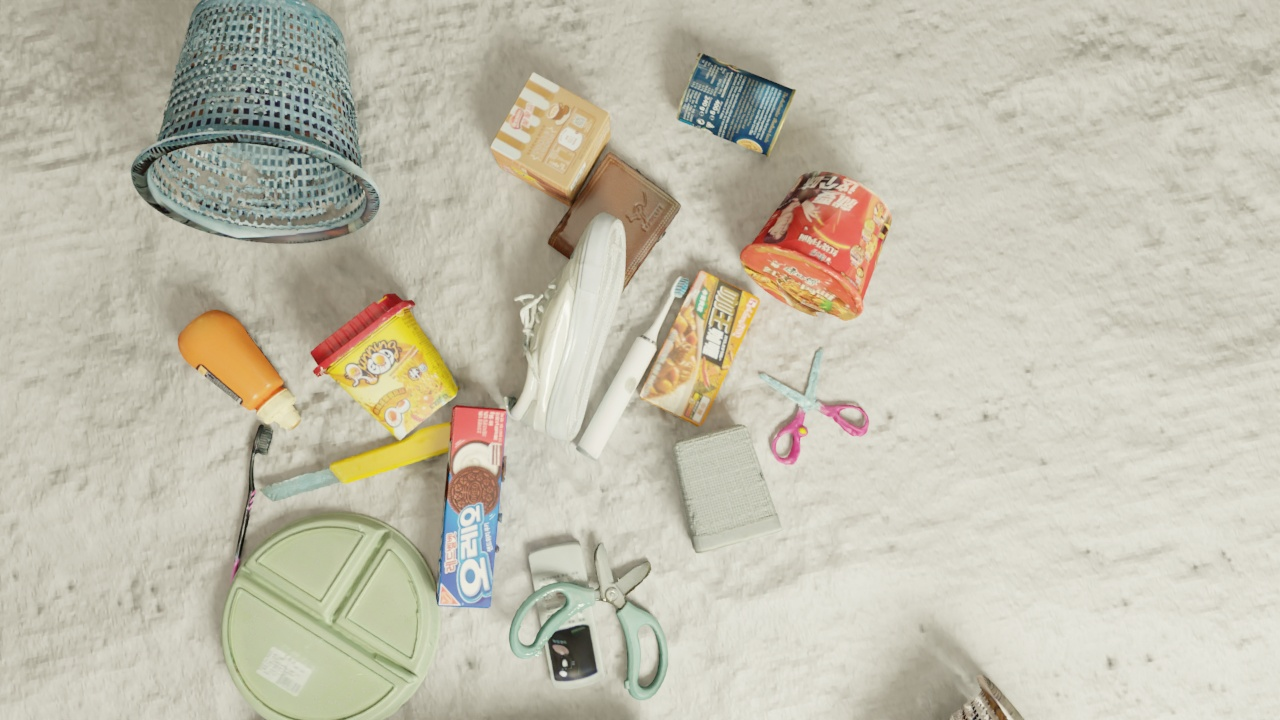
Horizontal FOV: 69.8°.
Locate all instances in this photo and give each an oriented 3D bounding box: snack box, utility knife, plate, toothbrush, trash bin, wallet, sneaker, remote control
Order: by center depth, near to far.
[{"bbox_3d":[0.323,0.453,0.879,0.192,0.227,0.227,-38,87,10],"label":"trash bin"},{"bbox_3d":[-0.378,-0.252,0.929,0.226,0.227,0.195,-3,73,-1],"label":"trash bin"},{"bbox_3d":[-0.176,0.152,0.957,0.058,0.057,0.207,5,87,-15],"label":"snack box"},{"bbox_3d":[-0.325,0.274,0.958,0.230,0.027,0.230,0,79,-1],"label":"plate"},{"bbox_3d":[-0.083,-0.041,0.958,0.091,0.089,0.242,18,101,12],"label":"sneaker"},{"bbox_3d":[-0.078,0.270,0.973,0.058,0.021,0.150,-12,85,-1],"label":"remote control"},{"bbox_3d":[-0.094,-0.234,0.981,0.094,0.077,0.092,29,86,1],"label":"snack box"},{"bbox_3d":[-0.420,0.163,0.984,0.017,0.014,0.189,10,87,-12],"label":"toothbrush"},{"bbox_3d":[-0.295,0.109,0.986,0.230,0.015,0.033,-17,86,-3],"label":"utility knife"},{"bbox_3d":[-0.006,0.006,0.990,0.026,0.026,0.221,25,85,43],"label":"toothbrush"},{"bbox_3d":[0.064,-0.013,0.991,0.075,0.026,0.153,26,86,1],"label":"snack box"},{"bbox_3d":[-0.028,-0.148,0.999,0.101,0.032,0.124,35,88,-1],"label":"wallet"}]

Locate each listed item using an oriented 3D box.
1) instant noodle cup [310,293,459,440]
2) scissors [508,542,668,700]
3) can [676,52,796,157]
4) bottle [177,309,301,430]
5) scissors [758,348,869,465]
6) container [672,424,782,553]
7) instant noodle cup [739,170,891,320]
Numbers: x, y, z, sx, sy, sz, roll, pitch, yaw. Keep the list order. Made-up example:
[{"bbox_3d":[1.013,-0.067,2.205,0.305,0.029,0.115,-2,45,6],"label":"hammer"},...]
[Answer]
[{"bbox_3d":[-0.257,0.008,0.952,0.116,0.116,0.123,-38,99,-3],"label":"instant noodle cup"},{"bbox_3d":[-0.046,0.287,0.955,0.174,0.019,0.170,-25,90,-20],"label":"scissors"},{"bbox_3d":[0.101,-0.274,0.985,0.111,0.075,0.075,22,86,2],"label":"can"},{"bbox_3d":[-0.418,0.016,0.973,0.066,0.067,0.149,-43,94,-3],"label":"bottle"},{"bbox_3d":[0.187,0.052,0.994,0.136,0.017,0.133,15,82,4],"label":"scissors"},{"bbox_3d":[0.084,0.131,0.952,0.090,0.090,0.114,-15,83,-2],"label":"container"},{"bbox_3d":[0.187,-0.123,0.950,0.138,0.138,0.108,29,78,2],"label":"instant noodle cup"}]
